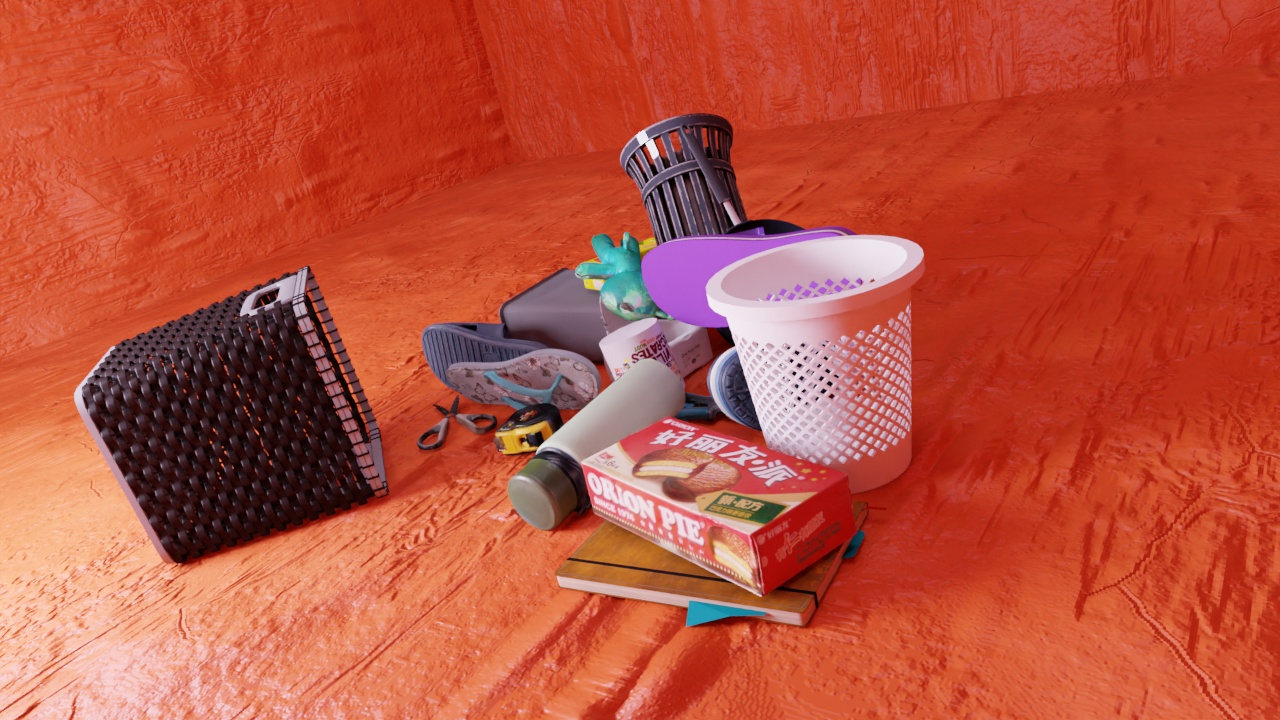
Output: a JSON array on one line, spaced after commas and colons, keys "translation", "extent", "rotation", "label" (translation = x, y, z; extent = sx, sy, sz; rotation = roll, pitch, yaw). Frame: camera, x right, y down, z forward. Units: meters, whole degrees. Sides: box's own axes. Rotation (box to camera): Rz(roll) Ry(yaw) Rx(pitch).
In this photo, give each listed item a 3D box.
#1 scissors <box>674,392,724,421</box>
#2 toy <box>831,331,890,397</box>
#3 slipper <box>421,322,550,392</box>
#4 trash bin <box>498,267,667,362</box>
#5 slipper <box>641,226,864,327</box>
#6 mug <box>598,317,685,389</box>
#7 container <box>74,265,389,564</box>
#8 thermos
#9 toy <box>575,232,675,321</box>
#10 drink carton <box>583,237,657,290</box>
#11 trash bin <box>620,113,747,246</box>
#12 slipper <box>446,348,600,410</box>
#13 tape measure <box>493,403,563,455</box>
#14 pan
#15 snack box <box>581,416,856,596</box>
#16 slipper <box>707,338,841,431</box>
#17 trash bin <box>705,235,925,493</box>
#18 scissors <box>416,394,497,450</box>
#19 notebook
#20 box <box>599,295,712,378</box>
[{"translation": [0.062, 0.054, 1.076], "extent": [0.156, 0.019, 0.124], "rotation": [-16, 19, -3], "label": "scissors"}, {"translation": [0.236, 0.003, 0.983], "extent": [0.063, 0.110, 0.047], "rotation": [-13, 43, 5], "label": "toy"}, {"translation": [-0.199, -0.003, 1.299], "extent": [0.264, 0.101, 0.082], "rotation": [10, 22, 35], "label": "slipper"}, {"translation": [-0.065, -0.071, 1.380], "extent": [0.220, 0.098, 0.191], "rotation": [1, 25, 32], "label": "trash bin"}, {"translation": [0.138, -0.106, 1.057], "extent": [0.267, 0.107, 0.083], "rotation": [-4, 20, 34], "label": "slipper"}, {"translation": [-0.007, 0.006, 1.107], "extent": [0.073, 0.089, 0.105], "rotation": [-34, 17, -35], "label": "mug"}, {"translation": [-0.464, 0.060, 1.079], "extent": [0.243, 0.246, 0.247], "rotation": [-21, 22, -11], "label": "container"}, {"translation": [-0.042, 0.089, 0.965], "extent": [0.082, 0.082, 0.230], "rotation": [3, 31, 38], "label": "thermos"}, {"translation": [-0.014, -0.109, 1.174], "extent": [0.130, 0.073, 0.193], "rotation": [3, 40, -21], "label": "toy"}, {"translation": [-0.017, -0.139, 1.337], "extent": [0.134, 0.043, 0.059], "rotation": [-24, 23, -31], "label": "drink carton"}, {"translation": [0.079, -0.198, 1.274], "extent": [0.164, 0.227, 0.164], "rotation": [-14, -16, -4], "label": "trash bin"}, {"translation": [-0.155, 0.041, 1.176], "extent": [0.269, 0.098, 0.054], "rotation": [-5, 45, 42], "label": "slipper"}, {"translation": [-0.128, 0.082, 1.095], "extent": [0.072, 0.042, 0.071], "rotation": [-8, 20, 26], "label": "tape measure"}, {"translation": [0.136, -0.156, 1.183], "extent": [0.198, 0.356, 0.021], "rotation": [-24, -10, -19], "label": "pan"}, {"translation": [0.061, 0.118, 0.805], "extent": [0.113, 0.060, 0.237], "rotation": [-24, 23, -31], "label": "snack box"}, {"translation": [0.163, 0.004, 1.036], "extent": [0.252, 0.105, 0.095], "rotation": [-26, 20, -38], "label": "slipper"}, {"translation": [0.177, 0.007, 0.867], "extent": [0.195, 0.200, 0.195], "rotation": [-12, 20, 4], "label": "trash bin"}, {"translation": [-0.245, 0.079, 1.215], "extent": [0.162, 0.012, 0.157], "rotation": [-3, 21, 25], "label": "scissors"}, {"translation": [0.065, 0.164, 0.793], "extent": [0.250, 0.014, 0.177], "rotation": [0, 24, 32], "label": "notebook"}, {"translation": [0.011, -0.050, 1.217], "extent": [0.129, 0.137, 0.108], "rotation": [7, 26, 40], "label": "box"}]
